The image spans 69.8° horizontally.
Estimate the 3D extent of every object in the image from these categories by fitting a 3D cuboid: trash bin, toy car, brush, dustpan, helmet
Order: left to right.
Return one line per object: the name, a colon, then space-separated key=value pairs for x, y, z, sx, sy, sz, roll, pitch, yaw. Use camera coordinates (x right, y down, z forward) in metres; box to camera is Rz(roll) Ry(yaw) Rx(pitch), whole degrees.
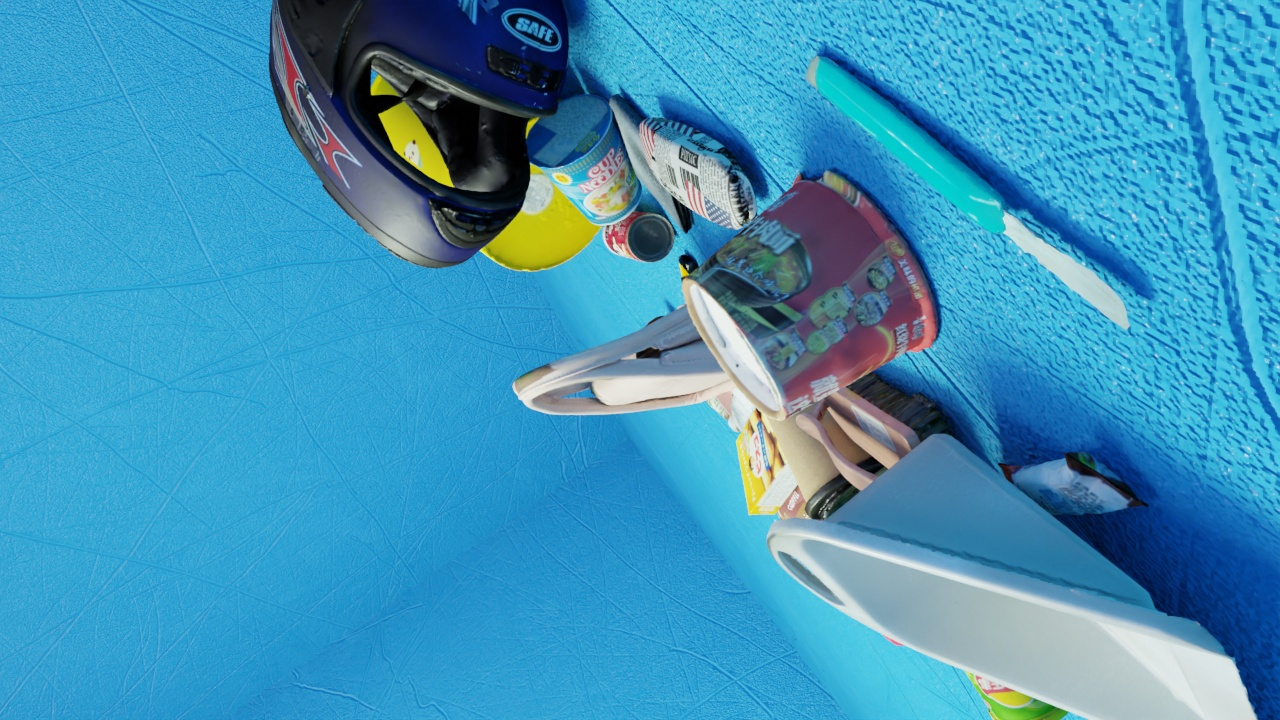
helmet: x=-0.179 y=-0.271 z=0.809 sx=0.246 sy=0.241 sz=0.315 roll=-6 pitch=-117 yaw=-54
trash bin: x=-0.172 y=-0.240 z=1.081 sx=0.255 sy=0.229 sz=0.230 roll=43 pitch=166 yaw=42
toy car: x=0.114 y=0.049 z=0.959 sx=0.043 sy=0.034 sz=0.091 roll=51 pitch=168 yaw=34
brush: x=0.168 y=0.053 z=0.674 sx=0.063 sy=0.073 sz=0.145 roll=58 pitch=175 yaw=-24
dustpan: x=0.202 y=0.163 z=0.549 sx=0.222 sy=0.143 sz=0.257 roll=45 pitch=-175 yaw=-38

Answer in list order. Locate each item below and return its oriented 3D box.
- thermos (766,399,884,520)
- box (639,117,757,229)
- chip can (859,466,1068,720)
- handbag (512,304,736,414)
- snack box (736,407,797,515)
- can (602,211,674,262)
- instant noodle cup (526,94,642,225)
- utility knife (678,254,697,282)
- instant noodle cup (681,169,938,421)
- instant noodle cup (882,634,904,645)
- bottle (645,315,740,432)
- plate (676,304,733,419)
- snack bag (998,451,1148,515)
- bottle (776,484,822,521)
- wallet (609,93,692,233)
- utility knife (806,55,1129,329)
thermos: x=0.156 y=0.066 z=0.781 sx=0.143 sy=0.093 sz=0.093 roll=60 pitch=176 yaw=28
box: x=0.045 y=-0.152 z=0.722 sx=0.068 sy=0.051 sz=0.164 roll=48 pitch=-179 yaw=-38
chip can: x=0.248 y=0.176 z=0.701 sx=0.221 sy=0.072 sz=0.072 roll=57 pitch=173 yaw=-6
handbag: x=-0.005 y=0.005 z=0.866 sx=0.194 sy=0.233 sz=0.093 roll=-35 pitch=71 yaw=66
snack box: x=0.133 y=0.084 z=0.898 sx=0.141 sy=0.033 sz=0.086 roll=107 pitch=160 yaw=-55
can: x=-0.005 y=-0.141 z=1.035 sx=0.053 sy=0.053 sz=0.133 roll=58 pitch=173 yaw=-17
instant noodle cup: x=-0.050 y=-0.200 z=0.946 sx=0.099 sy=0.099 sz=0.110 roll=50 pitch=180 yaw=41
utility knife: x=0.061 y=-0.073 z=1.056 sx=0.033 sy=0.015 sz=0.172 roll=56 pitch=174 yaw=24
instant noodle cup: x=0.100 y=-0.033 z=0.579 sx=0.138 sy=0.108 sz=0.138 roll=54 pitch=173 yaw=9
instant noodle cup: x=0.249 y=0.222 z=0.949 sx=0.194 sy=0.066 sz=0.194 roll=54 pitch=174 yaw=8
bottle: x=0.075 y=0.018 z=1.212 sx=0.206 sy=0.059 sz=0.060 roll=48 pitch=170 yaw=37
plate: x=0.119 y=0.026 z=1.033 sx=0.229 sy=0.028 sz=0.230 roll=52 pitch=170 yaw=12
snack bag: x=0.230 y=0.068 z=0.499 sx=0.048 sy=0.026 sz=0.104 roll=37 pitch=169 yaw=8
bottle: x=0.177 y=0.122 z=0.941 sx=0.057 sy=0.057 sz=0.175 roll=53 pitch=163 yaw=24
wallet: x=0.012 y=-0.184 z=0.871 sx=0.097 sy=0.019 sz=0.121 roll=54 pitch=175 yaw=27
utility knife: x=0.143 y=-0.087 z=0.428 sx=0.218 sy=0.013 sz=0.029 roll=54 pitch=172 yaw=34
